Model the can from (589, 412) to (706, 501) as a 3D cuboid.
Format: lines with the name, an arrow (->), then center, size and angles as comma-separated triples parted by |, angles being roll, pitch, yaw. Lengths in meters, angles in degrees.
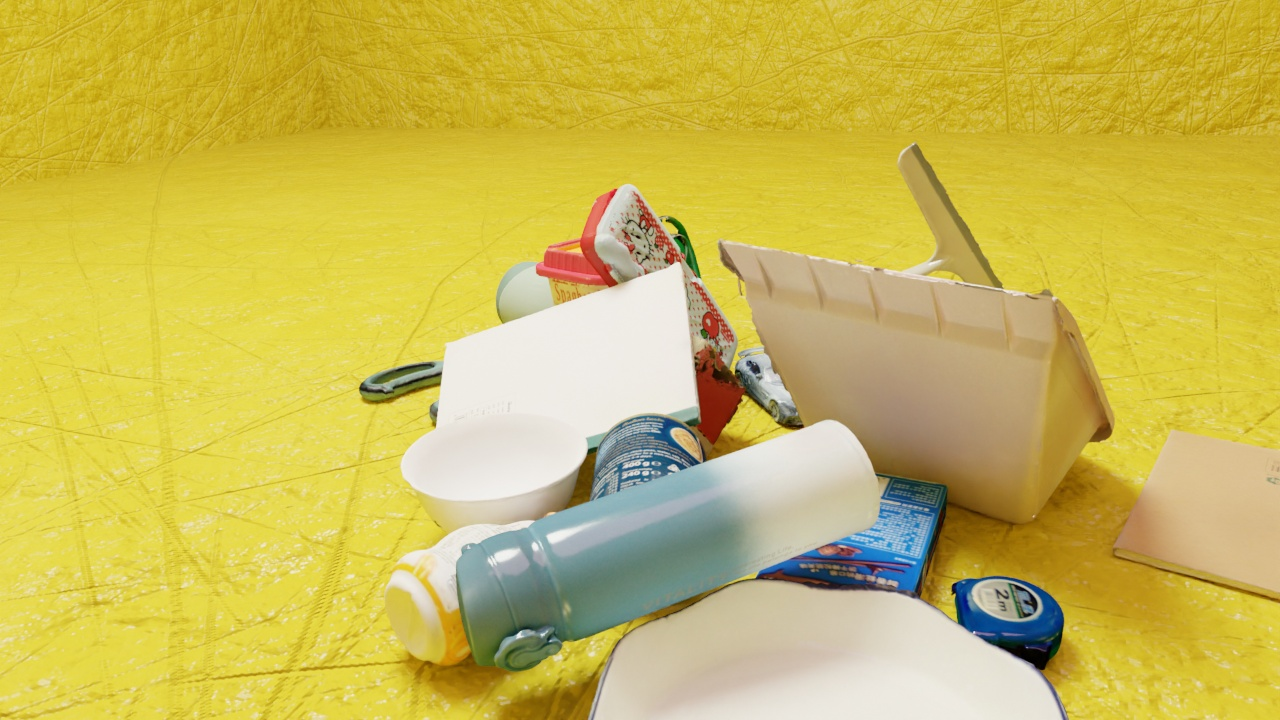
can -> 0.005, 0.089, 0.568 | 0.075, 0.075, 0.111 | -1, 21, 2

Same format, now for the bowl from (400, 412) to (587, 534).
bowl -> -0.091, 0.087, 0.596 | 0.118, 0.065, 0.118 | -3, 23, 1

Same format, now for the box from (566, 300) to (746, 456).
box -> -0.004, 0.004, 0.737 | 0.168, 0.091, 0.079 | 17, 69, 42

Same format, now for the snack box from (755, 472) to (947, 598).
snack box -> 0.132, 0.113, 0.559 | 0.085, 0.026, 0.156 | 7, 23, 25

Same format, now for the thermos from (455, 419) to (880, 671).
thermos -> 0.015, 0.092, 0.467 | 0.220, 0.070, 0.070 | -17, 25, -19

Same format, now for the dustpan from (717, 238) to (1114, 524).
dustpan -> 0.204, -0.007, 0.629 | 0.223, 0.274, 0.138 | 19, 54, 38

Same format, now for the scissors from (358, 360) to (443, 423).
scissors -> -0.185, 0.017, 0.860 | 0.178, 0.019, 0.173 | 2, 22, 13

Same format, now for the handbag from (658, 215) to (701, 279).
handbag -> 0.036, -0.085, 0.965 | 0.068, 0.120, 0.131 | -5, 21, 3

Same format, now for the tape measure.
tape measure -> 0.194, 0.139, 0.486 | 0.054, 0.025, 0.058 | 3, 25, 10

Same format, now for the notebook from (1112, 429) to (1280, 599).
notebook -> 0.410, 0.099, 0.597 | 0.148, 0.008, 0.207 | 12, 25, 35

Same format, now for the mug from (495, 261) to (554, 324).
mug -> -0.098, -0.049, 0.955 | 0.106, 0.082, 0.111 | 13, 56, 33

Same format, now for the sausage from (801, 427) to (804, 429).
sausage -> 0.161, 0.048, 0.743 | 0.020, 0.020, 0.155 | 17, 28, 41

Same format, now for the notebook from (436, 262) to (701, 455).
notebook -> -0.060, 0.013, 0.684 | 0.209, 0.012, 0.150 | -17, 48, 15

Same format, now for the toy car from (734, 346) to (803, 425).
toy car -> 0.124, 0.020, 0.798 | 0.054, 0.037, 0.120 | -7, 25, -16

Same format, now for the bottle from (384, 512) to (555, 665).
bottle -> -0.084, 0.120, 0.509 | 0.063, 0.063, 0.108 | 18, 29, 42

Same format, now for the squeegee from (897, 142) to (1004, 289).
squeegee -> 0.231, -0.079, 0.955 | 0.247, 0.246, 0.039 | -15, 36, 44

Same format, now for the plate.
plate -> 0.079, 0.168, 0.394 | 0.205, 0.046, 0.204 | -1, 20, 0

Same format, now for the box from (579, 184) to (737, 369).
box -> 0.024, -0.053, 0.779 | 0.049, 0.201, 0.086 | -14, 42, 31

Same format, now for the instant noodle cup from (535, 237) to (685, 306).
instant noodle cup -> -0.025, -0.051, 0.868 | 0.116, 0.124, 0.116 | -20, 23, -40
